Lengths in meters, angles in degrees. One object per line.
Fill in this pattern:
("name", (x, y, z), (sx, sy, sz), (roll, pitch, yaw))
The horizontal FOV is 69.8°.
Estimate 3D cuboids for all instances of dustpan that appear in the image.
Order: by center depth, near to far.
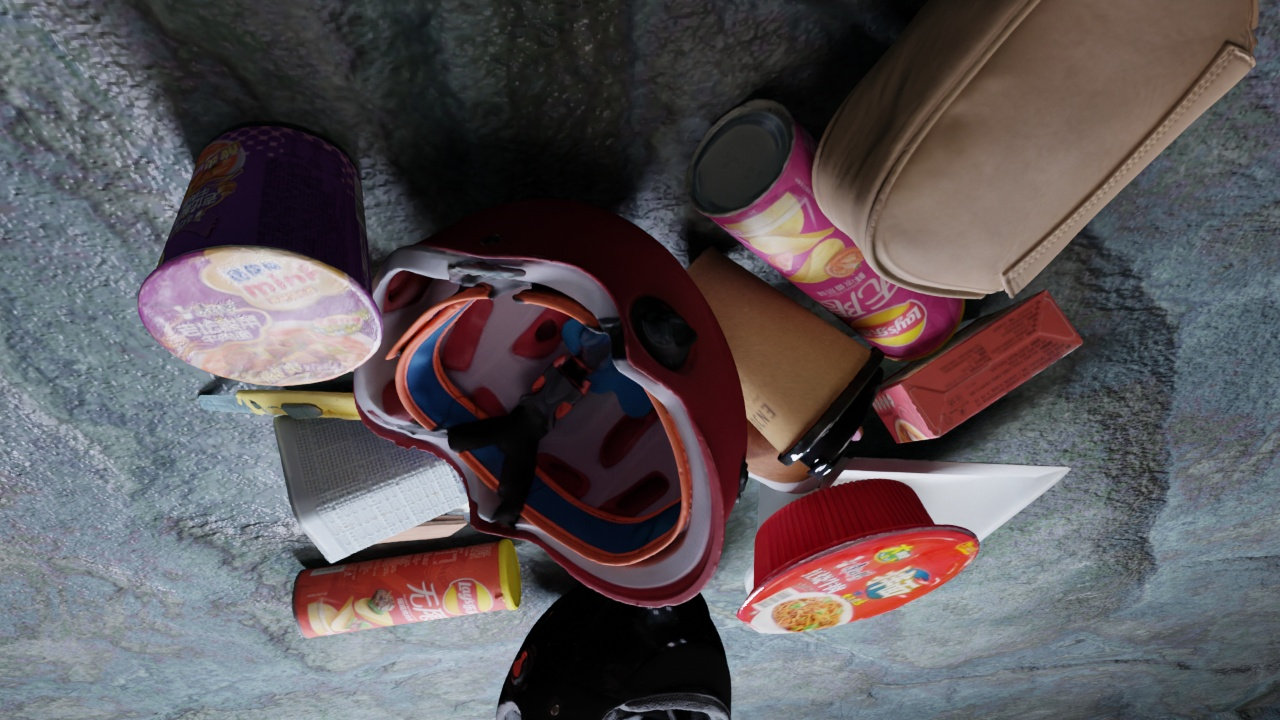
("dustpan", (0.214, 0.169, 0.833), (0.222, 0.142, 0.258), (4, 170, -19))

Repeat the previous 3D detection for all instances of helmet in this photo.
("helmet", (-0.031, 0.009, 0.523), (0.240, 0.143, 0.208), (41, 136, 2))
("helmet", (-0.028, 0.357, 1.024), (0.275, 0.229, 0.233), (-20, 138, 34))

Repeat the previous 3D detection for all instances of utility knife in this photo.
("utility knife", (-0.232, 0.029, 0.622), (0.197, 0.020, 0.031), (4, 138, 29))

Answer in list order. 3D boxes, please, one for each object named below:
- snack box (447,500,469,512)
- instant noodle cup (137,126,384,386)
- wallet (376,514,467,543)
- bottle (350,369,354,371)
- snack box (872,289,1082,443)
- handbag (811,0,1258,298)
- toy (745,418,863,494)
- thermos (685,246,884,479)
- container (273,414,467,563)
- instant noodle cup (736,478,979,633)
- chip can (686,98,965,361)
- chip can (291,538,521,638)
("snack box", (-0.209, 0.099, 0.767), (0.156, 0.026, 0.085), (1, 146, -15))
("instant noodle cup", (-0.188, -0.057, 0.469), (0.111, 0.099, 0.112), (-7, 147, -5))
("wallet", (-0.223, 0.152, 0.828), (0.115, 0.020, 0.101), (2, 163, -23))
("bottle", (-0.112, 0.022, 0.637), (0.218, 0.065, 0.065), (23, 136, -39))
("snack box", (0.221, 0.009, 0.633), (0.113, 0.044, 0.127), (-33, 174, -1))
("handbag", (0.183, -0.126, 0.438), (0.147, 0.099, 0.205), (25, 118, -34))
("toy", (0.082, 0.062, 0.696), (0.200, 0.139, 0.130), (-32, 114, 26))
("thermos", (0.080, -0.003, 0.572), (0.143, 0.092, 0.093), (40, 140, 6))
("container", (-0.191, 0.076, 0.668), (0.111, 0.090, 0.090), (-19, 148, -11))
("instant noodle cup", (0.161, 0.151, 0.726), (0.193, 0.065, 0.194), (-11, 147, -8))
("chip can", (0.117, -0.069, 0.546), (0.072, 0.071, 0.210), (-30, 141, 29))
("chip can", (-0.232, 0.229, 0.921), (0.216, 0.073, 0.073), (-8, 147, 0))
